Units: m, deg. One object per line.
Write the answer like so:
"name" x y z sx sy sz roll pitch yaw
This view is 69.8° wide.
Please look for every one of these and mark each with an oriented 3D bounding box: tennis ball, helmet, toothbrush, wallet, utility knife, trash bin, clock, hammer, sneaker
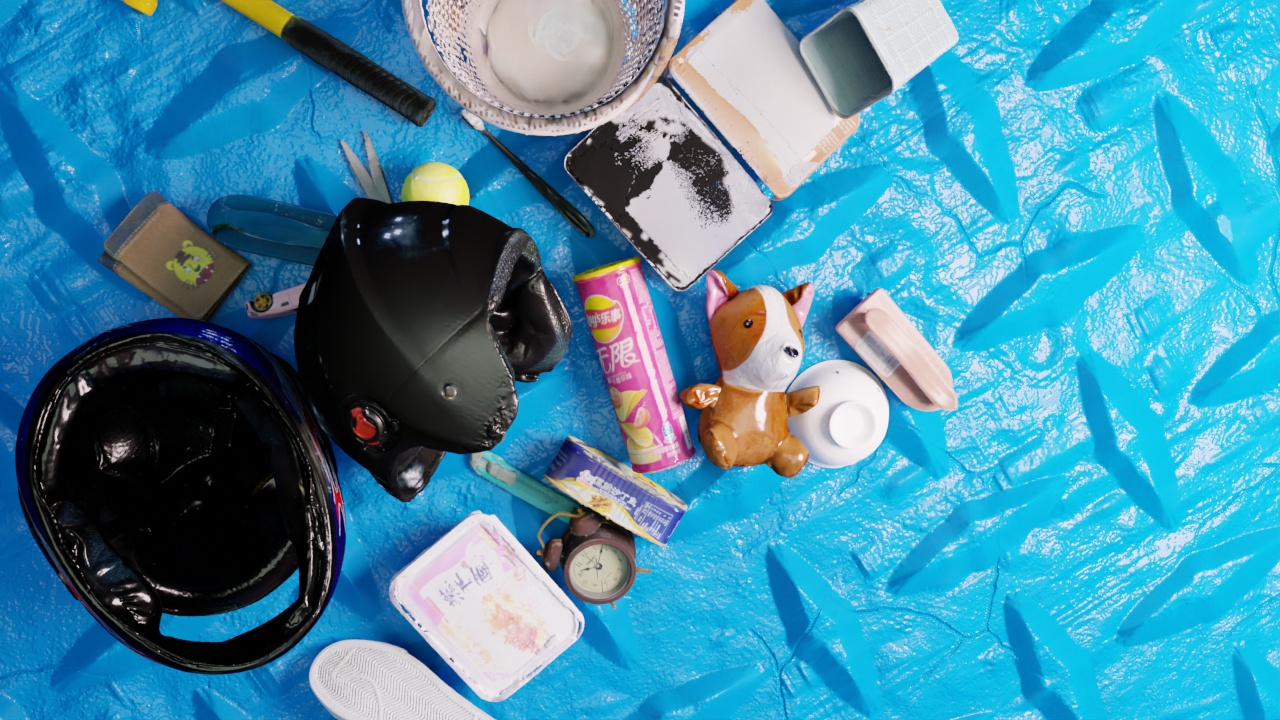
"tennis ball" -0.200 -0.160 0.895 0.065 0.065 0.065 -1 97 -5
"helmet" -0.196 -0.014 0.829 0.230 0.233 0.275 30 108 0
"toothbrush" -0.112 -0.189 0.925 0.181 0.018 0.015 43 89 -10
"wallet" -0.457 -0.096 0.902 0.115 0.033 0.090 39 92 -12
"helmet" -0.395 0.119 0.823 0.246 0.241 0.315 -28 89 -21
"utility knife" -0.117 0.135 0.967 0.151 0.013 0.029 31 97 -8
"trash bin" -0.084 -0.306 0.821 0.227 0.192 0.227 -1 97 -4
"clock" -0.053 0.201 0.954 0.122 0.055 0.082 41 98 -15
"hammer" -0.335 -0.319 0.881 0.300 0.033 0.129 31 95 -8
"sneaker" -0.231 0.371 0.963 0.242 0.091 0.089 26 64 10

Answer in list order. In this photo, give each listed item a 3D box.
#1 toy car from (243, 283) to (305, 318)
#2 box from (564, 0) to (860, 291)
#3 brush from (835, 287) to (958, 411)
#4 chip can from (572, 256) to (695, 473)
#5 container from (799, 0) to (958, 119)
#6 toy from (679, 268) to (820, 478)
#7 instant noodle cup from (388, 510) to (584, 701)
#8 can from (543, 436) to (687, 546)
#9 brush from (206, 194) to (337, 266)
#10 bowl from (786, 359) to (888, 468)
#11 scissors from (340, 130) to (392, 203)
"toy car" -0.326 -0.061 0.904 0.122 0.056 0.037 -18 91 -2
"box" 0.076 -0.218 0.902 0.261 0.105 0.178 -41 98 7
"brush" 0.271 -0.003 0.951 0.063 0.073 0.145 -43 100 1
"chip can" -0.006 0.005 0.930 0.071 0.071 0.210 -17 99 -2
"container" 0.234 -0.307 0.888 0.111 0.090 0.090 -35 99 -23
"toy" 0.115 0.013 0.919 0.140 0.131 0.199 9 87 -24
"instant noodle cup" -0.158 0.249 0.955 0.138 0.060 0.173 -40 97 1
"can" -0.025 0.134 0.944 0.148 0.074 0.049 31 90 -9
"brush" -0.345 -0.125 0.885 0.144 0.073 0.055 12 91 -6
"bowl" 0.212 0.061 0.958 0.118 0.064 0.118 0 97 -4
"scissors" -0.246 -0.141 0.923 0.156 0.014 0.168 17 94 -5
